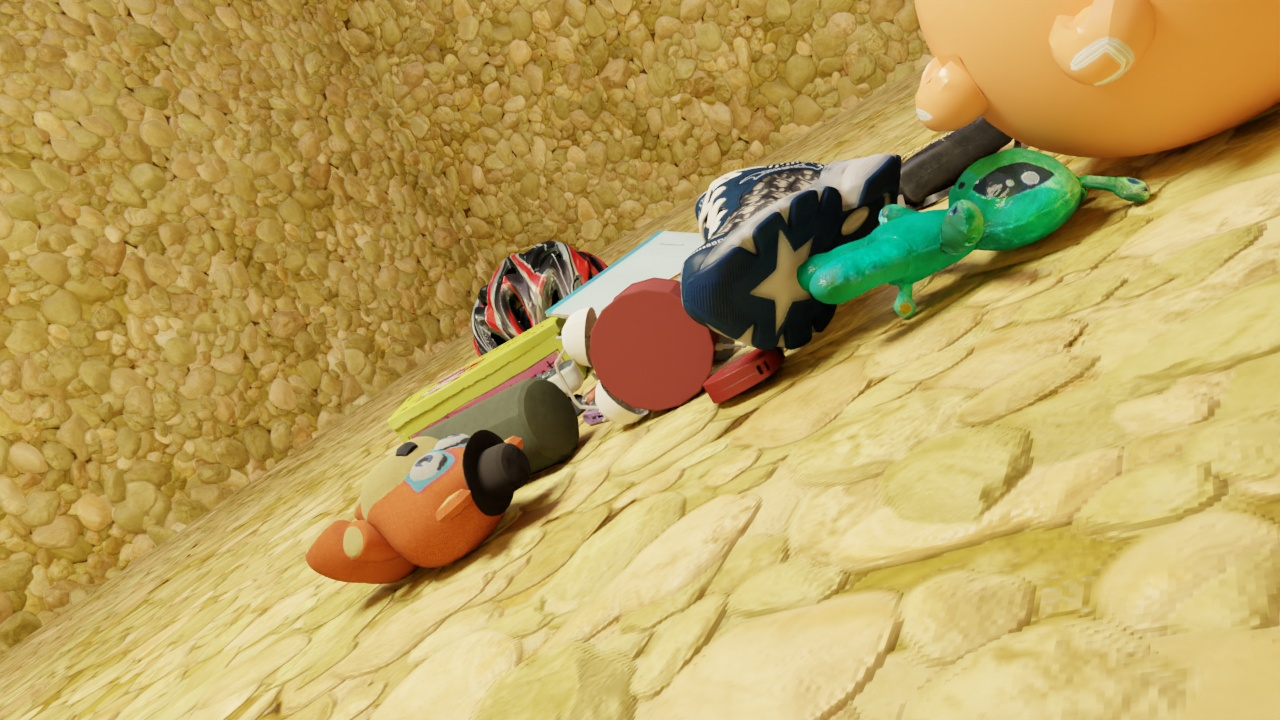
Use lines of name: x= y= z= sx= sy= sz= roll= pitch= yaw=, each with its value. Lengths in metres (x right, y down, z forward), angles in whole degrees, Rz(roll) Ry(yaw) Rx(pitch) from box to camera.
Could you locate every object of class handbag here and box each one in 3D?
handbag: x=0.279 y=-0.179 z=0.839 sx=0.128 sy=0.054 sz=0.079 roll=-34 pitch=-1 yaw=6

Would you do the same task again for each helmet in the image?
helmet: x=-0.132 y=-0.062 z=1.242 sx=0.218 sy=0.167 sz=0.271 roll=-33 pitch=22 yaw=10

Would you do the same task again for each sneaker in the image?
sneaker: x=0.086 y=-0.092 z=0.663 sx=0.132 sy=0.103 sz=0.268 roll=15 pitch=31 yaw=31

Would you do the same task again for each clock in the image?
clock: x=0.001 y=-0.009 z=0.689 sx=0.138 sy=0.096 sz=0.048 roll=-26 pitch=11 yaw=17

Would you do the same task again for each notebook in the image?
notebook: x=0.034 y=-0.098 z=1.050 sx=0.181 sy=0.009 sz=0.252 roll=7 pitch=31 yaw=32

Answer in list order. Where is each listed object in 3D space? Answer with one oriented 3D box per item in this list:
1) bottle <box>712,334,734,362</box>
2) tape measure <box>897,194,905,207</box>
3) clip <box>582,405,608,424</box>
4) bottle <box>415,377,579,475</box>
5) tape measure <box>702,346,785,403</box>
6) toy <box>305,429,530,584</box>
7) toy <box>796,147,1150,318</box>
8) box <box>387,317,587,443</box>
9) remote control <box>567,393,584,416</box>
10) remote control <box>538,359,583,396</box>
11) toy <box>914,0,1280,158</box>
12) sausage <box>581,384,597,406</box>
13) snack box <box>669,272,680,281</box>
bottle: x=0.032 y=-0.006 z=0.768 sx=0.030 sy=0.030 sz=0.113 roll=-38 pitch=12 yaw=-32
tape measure: x=0.203 y=-0.127 z=0.834 sx=0.059 sy=0.038 sz=0.058 roll=-19 pitch=10 yaw=-4
clip: x=-0.028 y=0.043 z=0.765 sx=0.051 sy=0.014 sz=0.045 roll=-27 pitch=13 yaw=10
bottle: x=-0.147 y=0.081 z=0.769 sx=0.207 sy=0.071 sz=0.071 roll=-26 pitch=12 yaw=32
tape measure: x=0.070 y=0.009 z=0.616 sx=0.051 sy=0.019 sz=0.058 roll=-30 pitch=3 yaw=24
toy: x=-0.149 y=0.103 z=0.646 sx=0.176 sy=0.096 sz=0.112 roll=-15 pitch=16 yaw=24
toy: x=0.189 y=-0.075 z=0.546 sx=0.193 sy=0.072 sz=0.130 roll=-22 pitch=12 yaw=3
box: x=-0.169 y=0.031 z=1.062 sx=0.221 sy=0.080 sz=0.124 roll=-32 pitch=9 yaw=7
remote control: x=-0.103 y=0.058 z=0.907 sx=0.033 sy=0.015 sz=0.147 roll=-40 pitch=13 yaw=-38
remote control: x=-0.107 y=0.038 z=0.878 sx=0.114 sy=0.028 sz=0.060 roll=-31 pitch=10 yaw=1
toy: x=0.285 y=-0.248 z=0.532 sx=0.280 sy=0.265 sz=0.263 roll=-50 pitch=16 yaw=-11
sausage: x=-0.005 y=0.005 z=0.859 sx=0.020 sy=0.020 sz=0.154 roll=-20 pitch=15 yaw=48
snack box: x=0.076 y=-0.080 z=0.828 sx=0.185 sy=0.031 sz=0.101 roll=-32 pitch=9 yaw=-13
